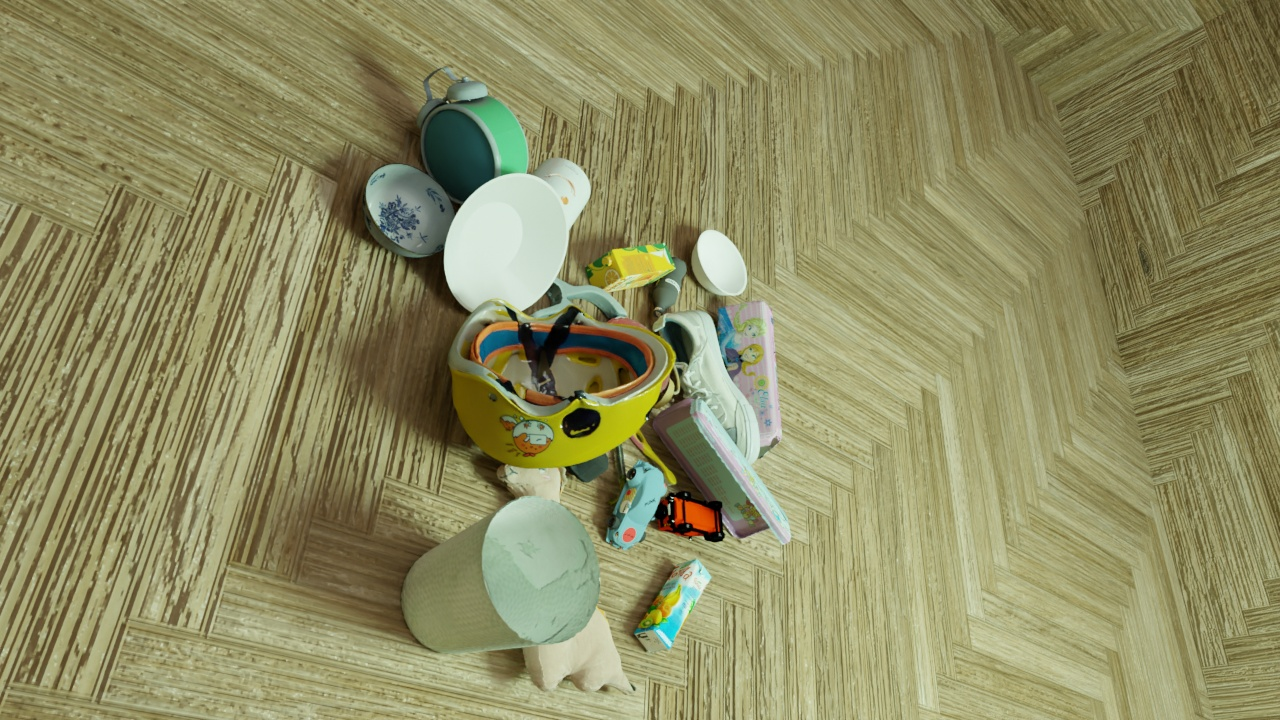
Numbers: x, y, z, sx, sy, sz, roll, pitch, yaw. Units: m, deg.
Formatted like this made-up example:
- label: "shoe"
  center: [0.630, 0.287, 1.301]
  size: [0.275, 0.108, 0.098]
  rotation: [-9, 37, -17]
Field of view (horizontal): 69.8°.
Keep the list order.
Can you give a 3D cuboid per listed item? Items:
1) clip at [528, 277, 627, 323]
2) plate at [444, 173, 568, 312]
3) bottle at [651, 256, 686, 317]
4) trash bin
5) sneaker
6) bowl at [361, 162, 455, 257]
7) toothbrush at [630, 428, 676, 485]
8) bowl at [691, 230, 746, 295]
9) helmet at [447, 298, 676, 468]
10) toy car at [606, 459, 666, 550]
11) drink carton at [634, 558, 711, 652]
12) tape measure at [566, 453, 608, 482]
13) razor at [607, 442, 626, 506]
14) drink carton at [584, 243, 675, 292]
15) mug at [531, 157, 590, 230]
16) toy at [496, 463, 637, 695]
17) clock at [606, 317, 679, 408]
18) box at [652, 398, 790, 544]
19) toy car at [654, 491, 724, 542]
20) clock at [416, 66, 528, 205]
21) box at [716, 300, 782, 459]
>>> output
- label: "clip"
  center: [-0.083, -0.063, 1.184]
  size: [0.162, 0.027, 0.090]
  rotation: [24, 52, -35]
- label: "plate"
  center: [-0.165, -0.138, 1.078]
  size: [0.173, 0.036, 0.174]
  rotation: [-25, 129, -35]
- label: "bottle"
  center: [0.039, -0.104, 1.326]
  size: [0.036, 0.036, 0.109]
  rotation: [41, 45, -23]
- label: "trash bin"
  center: [-0.140, 0.213, 0.871]
  size: [0.133, 0.162, 0.133]
  rotation: [24, 54, -37]
- label: "sneaker"
  center: [0.082, 0.040, 1.262]
  size: [0.090, 0.090, 0.242]
  rotation: [-3, 65, -42]
- label: "bowl"
  center: [-0.268, -0.161, 1.031]
  size: [0.114, 0.045, 0.114]
  rotation: [24, 54, -37]
- label: "toothbrush"
  center: [0.003, 0.107, 1.192]
  size: [0.135, 0.016, 0.021]
  rotation: [55, 43, -2]
- label: "bowl"
  center: [0.113, -0.143, 1.421]
  size: [0.109, 0.041, 0.109]
  rotation: [23, 54, -36]
- label: "helmet"
  center: [-0.090, 0.041, 0.999]
  size: [0.240, 0.140, 0.208]
  rotation: [5, 30, -9]
- label: "toy car"
  center: [-0.001, 0.177, 1.105]
  size: [0.060, 0.028, 0.107]
  rotation: [34, 73, -37]
- label: "drink carton"
  center: [0.041, 0.293, 1.107]
  size: [0.038, 0.044, 0.128]
  rotation: [53, 42, -11]
- label: "tape measure"
  center: [-0.070, 0.106, 1.079]
  size: [0.072, 0.042, 0.071]
  rotation: [52, 4, -29]
- label: "razor"
  center: [-0.024, 0.133, 1.145]
  size: [0.042, 0.026, 0.105]
  rotation: [15, 55, -39]
- label: "drink carton"
  center: [-0.015, -0.127, 1.265]
  size: [0.122, 0.058, 0.041]
  rotation: [-14, 80, -49]
- label: "mug"
  center: [-0.119, -0.200, 1.180]
  size: [0.082, 0.082, 0.105]
  rotation: [46, 42, -19]
- label: "toy"
  center: [-0.082, 0.232, 1.009]
  size: [0.196, 0.065, 0.263]
  rotation: [30, 42, -43]
- label: "clock"
  center: [-0.007, 0.007, 1.171]
  size: [0.158, 0.081, 0.117]
  rotation: [11, 55, -39]
- label: "box"
  center: [0.114, 0.144, 1.195]
  size: [0.062, 0.140, 0.214]
  rotation: [-40, 101, -20]
- label: "toy car"
  center: [0.064, 0.202, 1.177]
  size: [0.100, 0.049, 0.051]
  rotation: [22, 54, -38]
- label: "clock"
  center: [-0.205, -0.268, 1.092]
  size: [0.075, 0.122, 0.161]
  rotation: [-38, 105, -48]
- label: "box"
  center: [0.166, 0.031, 1.367]
  size: [0.091, 0.085, 0.230]
  rotation: [54, 31, -56]
